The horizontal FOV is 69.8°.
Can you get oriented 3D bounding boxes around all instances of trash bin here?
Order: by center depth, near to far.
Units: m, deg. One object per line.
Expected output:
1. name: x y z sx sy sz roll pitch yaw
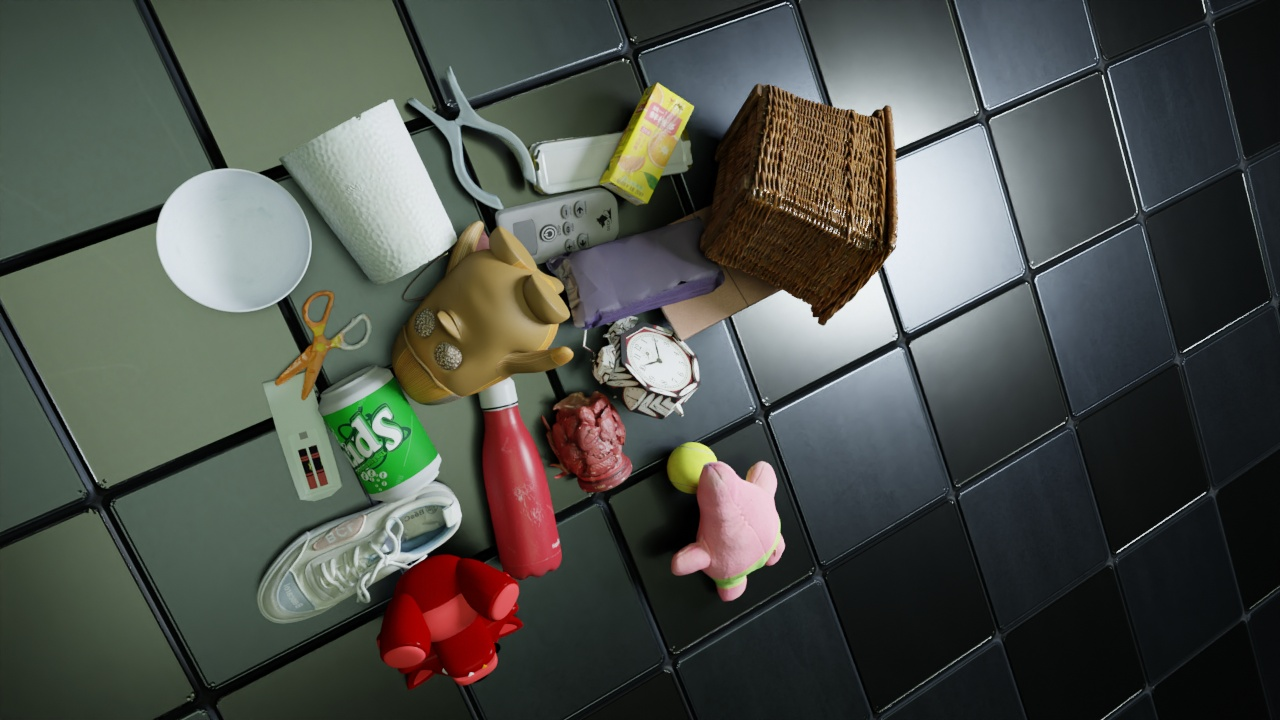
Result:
1. trash bin: -0.283 -0.176 0.986 0.133 0.133 0.161 -34 110 -16

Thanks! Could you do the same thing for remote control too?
1. remote control: -0.373 0.087 1.019 0.049 0.024 0.143 -17 99 -20
2. remote control: -0.096 -0.158 1.099 0.150 0.019 0.074 -17 125 -20

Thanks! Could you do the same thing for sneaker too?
1. sneaker: -0.309 0.215 1.018 0.241 0.091 0.089 -29 104 -17

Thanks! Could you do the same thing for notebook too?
1. notebook: 0.104 -0.129 1.174 0.208 0.008 0.141 -27 81 -18

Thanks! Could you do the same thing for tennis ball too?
1. tennis ball: 0.066 0.137 1.174 0.065 0.065 0.065 -1 94 -22

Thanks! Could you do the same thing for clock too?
1. clock: -0.006 0.006 1.123 0.154 0.065 0.114 32 43 -6

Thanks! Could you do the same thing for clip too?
1. clip: -0.209 -0.238 1.057 0.127 0.028 0.167 -41 103 4

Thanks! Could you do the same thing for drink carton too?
1. drink carton: 0.008 -0.260 1.105 0.058 0.043 0.134 28 85 -21

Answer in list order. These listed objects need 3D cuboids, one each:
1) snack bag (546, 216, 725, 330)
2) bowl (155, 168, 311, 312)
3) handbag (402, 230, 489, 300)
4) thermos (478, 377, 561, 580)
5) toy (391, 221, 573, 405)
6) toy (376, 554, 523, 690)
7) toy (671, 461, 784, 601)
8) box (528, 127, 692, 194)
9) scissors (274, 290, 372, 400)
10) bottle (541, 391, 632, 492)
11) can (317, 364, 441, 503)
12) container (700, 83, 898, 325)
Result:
1. snack bag: -0.001 -0.109 1.109 0.205 0.058 0.096 -18 79 -17
2. bowl: -0.421 -0.123 0.959 0.143 0.074 0.144 -1 94 -22
3. handbag: -0.224 -0.103 1.067 0.119 0.029 0.055 -33 106 -11
4. thermos: -0.149 0.136 1.085 0.073 0.073 0.240 -13 97 -20
5. toy: -0.190 -0.035 1.013 0.203 0.162 0.198 -38 73 9
6. toy: -0.208 0.302 1.029 0.158 0.120 0.198 -28 146 -20
7. toy: 0.113 0.204 1.162 0.191 0.097 0.237 -43 137 -20
8. box: -0.034 -0.249 1.127 0.209 0.033 0.064 -13 101 -19
9. scissors: -0.348 -0.009 1.022 0.096 0.012 0.133 18 79 -23
10. bottle: -0.067 0.098 1.111 0.098 0.099 0.111 -27 113 -18
11. can: -0.288 0.082 1.018 0.087 0.088 0.140 -31 104 -17
12. container: 0.188 -0.203 1.109 0.183 0.163 0.249 19 53 -12
